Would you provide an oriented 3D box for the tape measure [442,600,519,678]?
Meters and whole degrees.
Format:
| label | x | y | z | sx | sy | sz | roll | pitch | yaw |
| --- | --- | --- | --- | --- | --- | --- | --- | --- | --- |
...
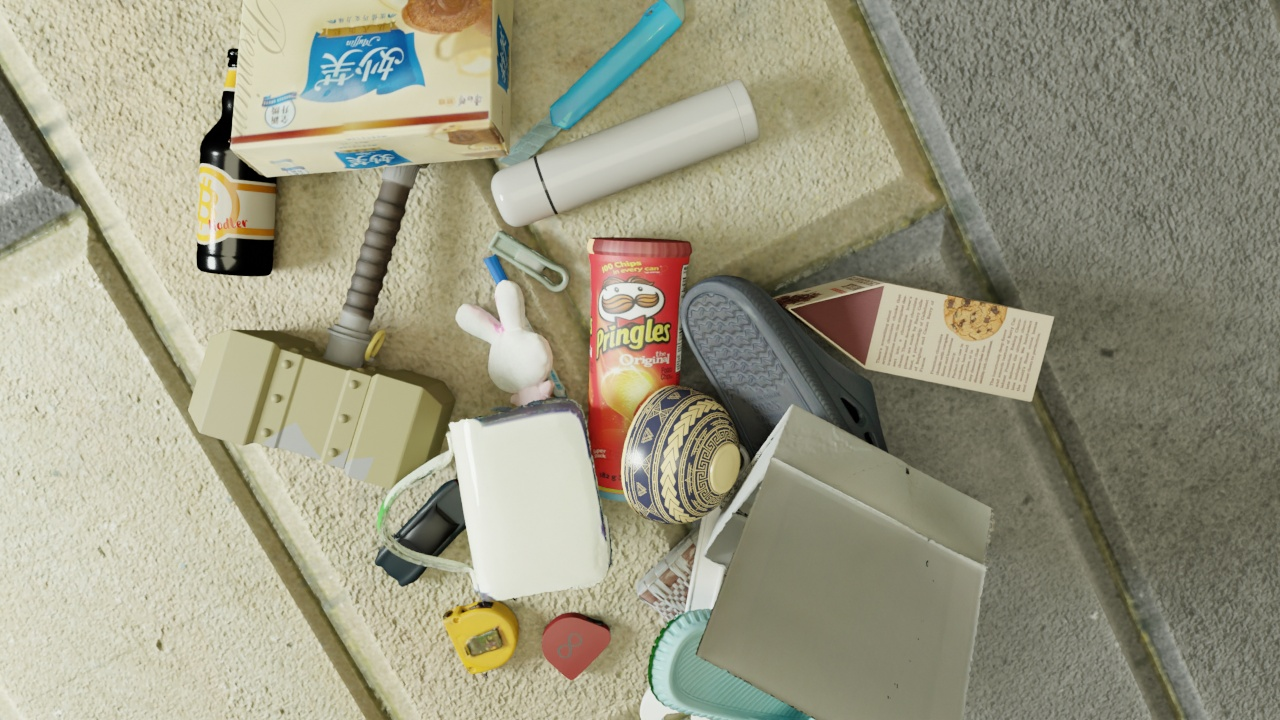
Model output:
| label | x | y | z | sx | sy | sz | roll | pitch | yaw |
| --- | --- | --- | --- | --- | --- | --- | --- | --- | --- |
| tape measure | -0.141 | 0.253 | 0.842 | 0.059 | 0.030 | 0.068 | -21 | 99 | 5 |

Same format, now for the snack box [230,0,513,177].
| label | x | y | z | sx | sy | sz | roll | pitch | yaw |
| --- | --- | --- | --- | --- | --- | --- | --- | --- | --- |
| snack box | -0.206 | -0.231 | 0.716 | 0.207 | 0.055 | 0.153 | -3 | 76 | 7 |

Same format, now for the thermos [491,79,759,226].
| label | x | y | z | sx | sy | sz | roll | pitch | yaw |
| --- | --- | --- | --- | --- | --- | --- | --- | --- | --- |
| thermos | -0.015 | -0.170 | 0.764 | 0.224 | 0.052 | 0.052 | -20 | 98 | 3 |

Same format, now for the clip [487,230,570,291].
| label | x | y | z | sx | sy | sz | roll | pitch | yaw |
| --- | --- | --- | --- | --- | --- | --- | --- | --- | --- |
| clip | -0.094 | -0.085 | 0.790 | 0.076 | 0.043 | 0.023 | 32 | 99 | -6 |

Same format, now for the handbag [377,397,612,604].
| label | x | y | z | sx | sy | sz | roll | pitch | yaw |
| --- | --- | --- | --- | --- | --- | --- | --- | --- | --- |
| handbag | -0.120 | 0.115 | 0.733 | 0.176 | 0.074 | 0.151 | -11 | 89 | -9 |

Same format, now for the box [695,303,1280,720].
| label | x | y | z | sx | sy | sz | roll | pitch | yaw |
| --- | --- | --- | --- | --- | --- | --- | --- | --- | --- |
| box | 0.153 | 0.108 | 0.516 | 0.167 | 0.528 | 0.234 | 27 | 94 | 3 |

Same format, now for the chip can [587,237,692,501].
| label | x | y | z | sx | sy | sz | roll | pitch | yaw |
| --- | --- | --- | --- | --- | --- | --- | --- | --- | --- |
| chip can | -0.005 | 0.005 | 0.776 | 0.087 | 0.087 | 0.213 | 2 | 100 | -1 |

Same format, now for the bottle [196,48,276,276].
| label | x | y | z | sx | sy | sz | roll | pitch | yaw |
| --- | --- | --- | --- | --- | --- | --- | --- | --- | --- |
| bottle | -0.333 | -0.163 | 0.760 | 0.059 | 0.059 | 0.182 | 6 | 99 | -2 |

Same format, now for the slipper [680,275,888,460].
| label | x | y | z | sx | sy | sz | roll | pitch | yaw |
| --- | --- | --- | --- | --- | --- | --- | --- | --- | --- |
| slipper | 0.133 | 0.036 | 0.757 | 0.083 | 0.111 | 0.268 | -42 | 103 | -37 |

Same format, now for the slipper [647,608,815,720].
| label | x | y | z | sx | sy | sz | roll | pitch | yaw |
| --- | --- | --- | --- | --- | --- | --- | --- | --- | --- |
| slipper | 0.135 | 0.269 | 0.785 | 0.276 | 0.069 | 0.116 | 13 | 95 | -26 |

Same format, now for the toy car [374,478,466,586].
| label | x | y | z | sx | sy | sz | roll | pitch | yaw |
| --- | --- | --- | --- | --- | --- | --- | --- | --- | --- |
| toy car | -0.190 | 0.155 | 0.824 | 0.046 | 0.034 | 0.112 | 43 | 96 | -6 |

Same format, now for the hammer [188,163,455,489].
| label | x | y | z | sx | sy | sz | roll | pitch | yaw |
| --- | --- | --- | --- | --- | --- | --- | --- | --- | --- |
| hammer | -0.225 | -0.078 | 0.764 | 0.190 | 0.100 | 0.325 | 17 | 91 | -3 |

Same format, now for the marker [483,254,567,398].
| label | x | y | z | sx | sy | sz | roll | pitch | yaw |
| --- | --- | --- | --- | --- | --- | --- | --- | --- | --- |
| marker | -0.100 | -0.028 | 0.807 | 0.013 | 0.013 | 0.142 | -27 | 99 | 3 |

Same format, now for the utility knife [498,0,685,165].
| label | x | y | z | sx | sy | sz | roll | pitch | yaw |
| --- | --- | --- | --- | --- | --- | --- | --- | --- | --- |
| utility knife | -0.039 | -0.233 | 0.773 | 0.207 | 0.015 | 0.031 | -41 | 96 | 2 |

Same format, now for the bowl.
| label | x | y | z | sx | sy | sz | roll | pitch | yaw |
| --- | --- | --- | --- | --- | --- | --- | --- | --- | --- |
| bowl | 0.044 | 0.080 | 0.734 | 0.061 | 0.112 | 0.112 | 11 | 101 | 37 |

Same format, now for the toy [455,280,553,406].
| label | x | y | z | sx | sy | sz | roll | pitch | yaw |
| --- | --- | --- | --- | --- | --- | --- | --- | --- | --- |
| toy | -0.106 | -0.002 | 0.789 | 0.076 | 0.037 | 0.125 | -27 | 90 | 35 |

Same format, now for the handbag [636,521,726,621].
| label | x | y | z | sx | sy | sz | roll | pitch | yaw |
| --- | --- | --- | --- | --- | --- | --- | --- | --- | --- |
| handbag | 0.100 | 0.186 | 0.825 | 0.124 | 0.047 | 0.186 | 44 | 96 | -5 |

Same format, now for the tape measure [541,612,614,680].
| label | x | y | z | sx | sy | sz | roll | pitch | yaw |
| --- | --- | --- | --- | --- | --- | --- | --- | --- | --- |
| tape measure | -0.061 | 0.257 | 0.849 | 0.051 | 0.019 | 0.059 | 45 | 89 | -5 |

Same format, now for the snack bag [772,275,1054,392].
| label | x | y | z | sx | sy | sz | roll | pitch | yaw |
| --- | --- | --- | --- | --- | --- | --- | --- | --- | --- |
| snack bag | 0.216 | -0.027 | 0.767 | 0.206 | 0.094 | 0.070 | 11 | 98 | -2 |

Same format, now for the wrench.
| label | x | y | z | sx | sy | sz | roll | pitch | yaw |
| --- | --- | --- | --- | --- | --- | --- | --- | --- | --- |
| wrench | 0.054 | 0.204 | 0.800 | 0.066 | 0.018 | 0.273 | 12 | 93 | 6 |
